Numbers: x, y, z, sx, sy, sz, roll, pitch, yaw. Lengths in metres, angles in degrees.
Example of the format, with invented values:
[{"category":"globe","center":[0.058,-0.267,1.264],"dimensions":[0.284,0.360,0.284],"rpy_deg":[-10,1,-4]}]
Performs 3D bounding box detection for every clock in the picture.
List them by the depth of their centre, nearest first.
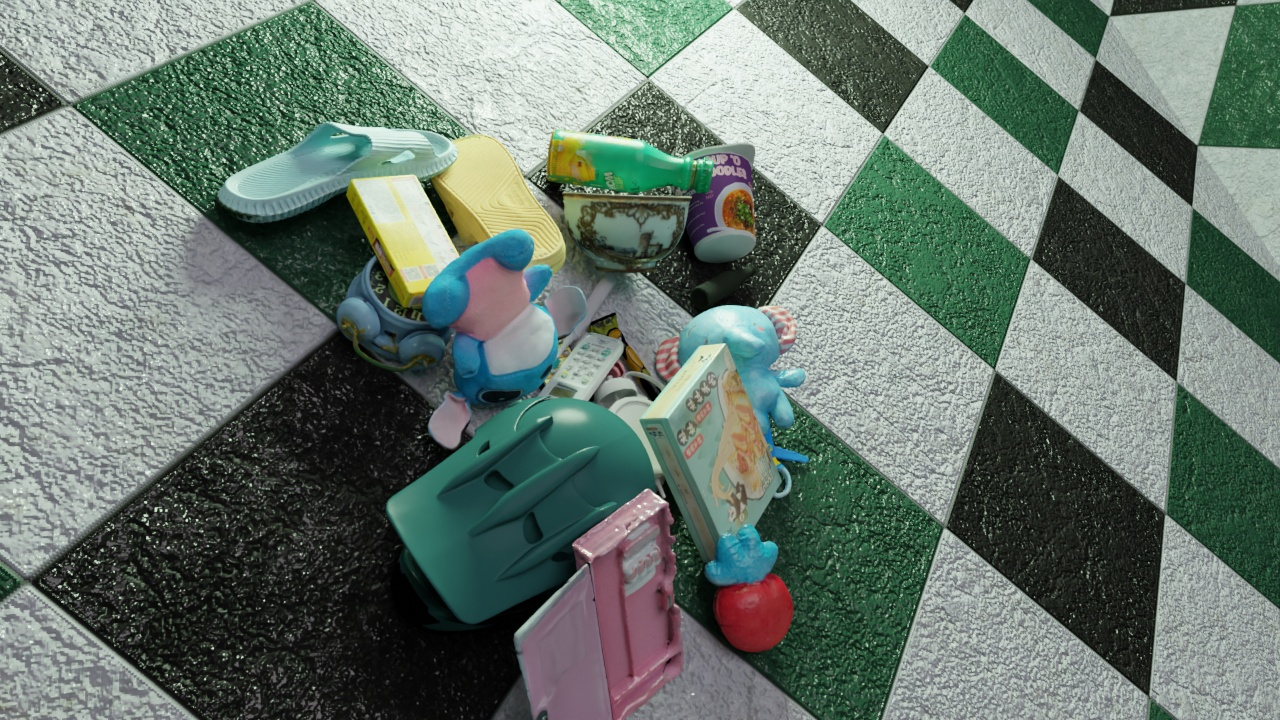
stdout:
[{"category":"clock","center":[-0.246,-0.049,0.944],"dimensions":[0.118,0.060,0.161],"rpy_deg":[23,47,-17]},{"category":"clock","center":[-0.004,0.080,1.008],"dimensions":[0.120,0.061,0.158],"rpy_deg":[28,44,-16]}]

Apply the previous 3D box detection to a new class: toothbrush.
[{"category":"toothbrush","center":[-0.068,-0.046,1.066],"dimensions":[0.019,0.018,0.187],"rpy_deg":[34,40,-5]}]

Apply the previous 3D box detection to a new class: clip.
[{"category":"clip","center":[-0.041,-0.004,1.069],"dimensions":[0.059,0.023,0.045],"rpy_deg":[27,50,-6]}]

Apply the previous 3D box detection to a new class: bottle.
[{"category":"bottle","center":[-0.013,-0.250,1.178],"dimensions":[0.210,0.068,0.068],"rpy_deg":[8,52,0]},{"category":"bottle","center":[0.115,-0.102,1.225],"dimensions":[0.122,0.033,0.033],"rpy_deg":[-31,78,-42]}]

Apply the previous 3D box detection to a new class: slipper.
[{"category":"slipper","center":[-0.325,-0.220,0.993],"dimensions":[0.116,0.070,0.275],"rpy_deg":[30,43,32]},{"category":"slipper","center":[-0.169,-0.167,1.059],"dimensions":[0.099,0.079,0.263],"rpy_deg":[-20,50,-23]}]

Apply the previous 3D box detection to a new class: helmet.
[{"category":"helmet","center":[-0.102,0.135,0.806],"dimensions":[0.273,0.201,0.176],"rpy_deg":[-29,76,-41]}]

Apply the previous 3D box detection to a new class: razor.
[{"category":"razor","center":[-0.006,0.006,1.083],"dimensions":[0.043,0.021,0.144],"rpy_deg":[-26,77,-41]}]

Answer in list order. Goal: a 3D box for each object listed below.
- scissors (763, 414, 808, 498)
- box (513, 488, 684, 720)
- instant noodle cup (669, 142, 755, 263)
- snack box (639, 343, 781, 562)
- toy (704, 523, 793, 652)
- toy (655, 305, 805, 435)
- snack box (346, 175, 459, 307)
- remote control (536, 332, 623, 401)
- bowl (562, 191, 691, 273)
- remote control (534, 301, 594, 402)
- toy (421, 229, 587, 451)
[{"category":"scissors","center":[0.153,0.108,1.113],"dimensions":[0.125,0.013,0.126],"rpy_deg":[15,57,-21]},{"category":"box","center":[-0.035,0.239,0.772],"dimensions":[0.040,0.233,0.178],"rpy_deg":[26,46,34]},{"category":"instant noodle cup","center":[0.110,-0.207,1.239],"dimensions":[0.121,0.137,0.121],"rpy_deg":[11,62,-43]},{"category":"snack box","center":[0.080,0.100,0.991],"dimensions":[0.141,0.044,0.194],"rpy_deg":[-48,124,-44]},{"category":"toy","center":[0.111,0.238,0.949],"dimensions":[0.092,0.062,0.133],"rpy_deg":[-16,90,-37]},{"category":"toy","center":[0.118,0.005,1.089],"dimensions":[0.183,0.115,0.180],"rpy_deg":[-18,55,-12]},{"category":"snack box","center":[-0.238,-0.126,0.947],"dimensions":[0.075,0.025,0.152],"rpy_deg":[-14,65,-40]},{"category":"remote control","center":[-0.067,0.019,1.006],"dimensions":[0.050,0.022,0.133],"rpy_deg":[17,46,20]},{"category":"bowl","center":[-0.018,-0.157,1.124],"dimensions":[0.159,0.160,0.094],"rpy_deg":[-5,102,-34]},{"category":"remote control","center":[-0.103,-0.006,1.035],"dimensions":[0.058,0.013,0.133],"rpy_deg":[-16,68,-38]},{"category":"toy","center":[-0.151,-0.026,0.917],"dimensions":[0.099,0.192,0.223],"rpy_deg":[28,62,32]}]
